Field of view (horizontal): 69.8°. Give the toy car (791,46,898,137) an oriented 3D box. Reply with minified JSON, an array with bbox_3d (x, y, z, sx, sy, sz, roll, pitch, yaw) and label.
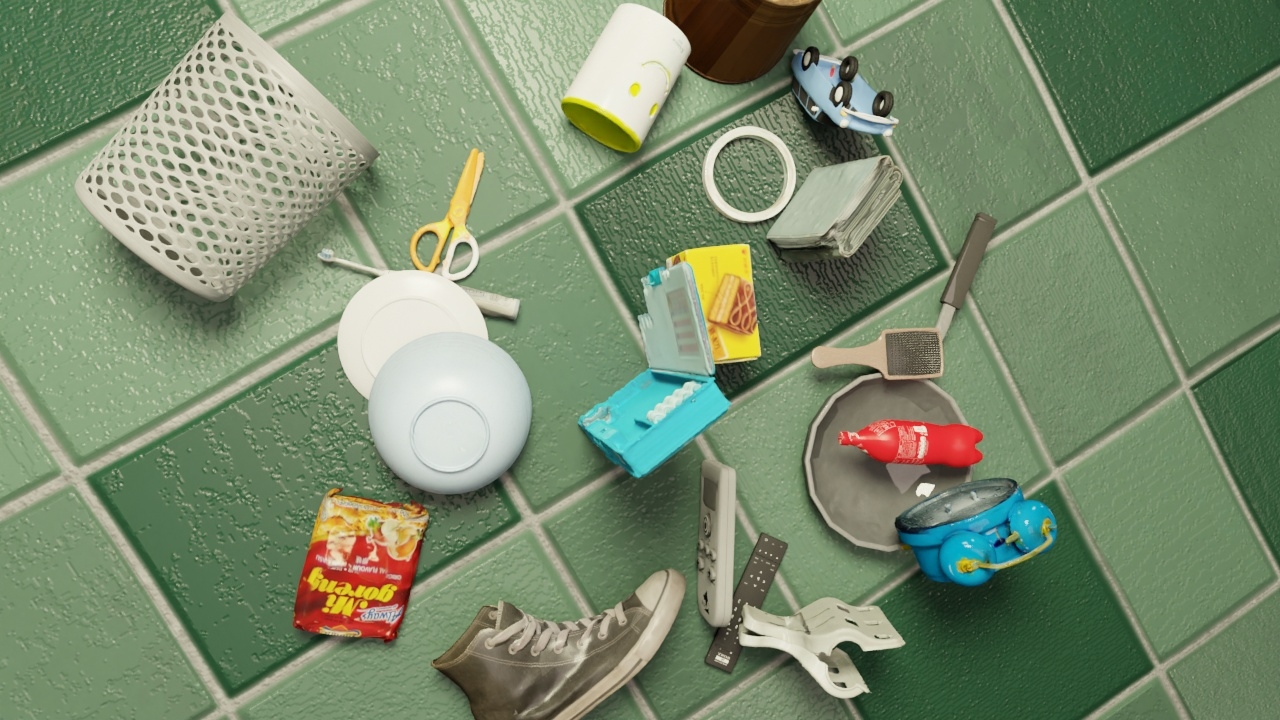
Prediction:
[{"bbox_3d":[0.185,-0.247,0.859,0.056,0.153,0.055,6,127,-19],"label":"toy car"}]

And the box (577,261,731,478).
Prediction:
[{"bbox_3d":[0.015,0.012,0.781,0.084,0.227,0.171,21,88,-11],"label":"box"}]

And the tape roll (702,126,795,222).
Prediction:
[{"bbox_3d":[0.107,-0.182,0.902,0.093,0.013,0.093,0,92,-11],"label":"tape roll"}]

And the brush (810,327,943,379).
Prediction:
[{"bbox_3d":[0.231,-0.006,0.885,0.135,0.015,0.050,-2,86,-10],"label":"brush"}]

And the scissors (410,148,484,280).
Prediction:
[{"bbox_3d":[-0.167,-0.136,0.853,0.065,0.013,0.128,22,88,-11],"label":"scissors"}]

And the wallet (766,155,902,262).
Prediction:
[{"bbox_3d":[0.181,-0.139,0.858,0.054,0.132,0.100,35,86,-13],"label":"wallet"}]

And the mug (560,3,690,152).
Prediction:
[{"bbox_3d":[-0.013,-0.258,0.844,0.082,0.082,0.106,30,85,-10],"label":"mug"}]

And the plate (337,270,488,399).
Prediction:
[{"bbox_3d":[-0.207,-0.014,0.836,0.134,0.011,0.134,-1,102,-7],"label":"plate"}]

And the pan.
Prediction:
[{"bbox_3d":[0.279,0.017,0.924,0.178,0.041,0.357,24,87,-10],"label":"pan"}]

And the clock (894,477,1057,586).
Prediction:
[{"bbox_3d":[0.302,0.156,0.829,0.116,0.161,0.060,-22,92,-7],"label":"clock"}]

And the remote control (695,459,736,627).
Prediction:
[{"bbox_3d":[0.070,0.173,0.872,0.019,0.074,0.151,2,91,-11],"label":"remote control"}]

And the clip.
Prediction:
[{"bbox_3d":[0.166,0.275,0.870,0.152,0.126,0.104,-9,86,3],"label":"clip"}]

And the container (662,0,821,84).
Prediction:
[{"bbox_3d":[0.102,-0.337,0.819,0.132,0.167,0.132,0,91,-11],"label":"container"}]

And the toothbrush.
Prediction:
[{"bbox_3d":[-0.203,-0.070,0.843,0.185,0.024,0.022,16,45,-10],"label":"toothbrush"}]

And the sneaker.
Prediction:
[{"bbox_3d":[-0.070,0.250,0.843,0.235,0.095,0.120,-37,97,-1],"label":"sneaker"}]

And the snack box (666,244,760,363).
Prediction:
[{"bbox_3d":[0.067,-0.050,0.862,0.061,0.084,0.106,-7,92,-11],"label":"snack box"}]

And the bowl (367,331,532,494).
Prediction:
[{"bbox_3d":[-0.168,0.056,0.811,0.150,0.074,0.151,-2,104,-10],"label":"bowl"}]

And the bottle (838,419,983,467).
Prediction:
[{"bbox_3d":[0.258,0.079,0.877,0.141,0.042,0.042,4,90,-10],"label":"bottle"}]

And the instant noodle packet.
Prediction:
[{"bbox_3d":[-0.253,0.186,0.832,0.098,0.040,0.135,14,88,-17],"label":"instant noodle packet"}]

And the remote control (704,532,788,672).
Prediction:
[{"bbox_3d":[0.105,0.241,0.913,0.030,0.009,0.140,25,87,-10],"label":"remote control"}]

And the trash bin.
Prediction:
[{"bbox_3d":[-0.337,-0.160,0.752,0.156,0.156,0.183,43,86,-9],"label":"trash bin"}]
